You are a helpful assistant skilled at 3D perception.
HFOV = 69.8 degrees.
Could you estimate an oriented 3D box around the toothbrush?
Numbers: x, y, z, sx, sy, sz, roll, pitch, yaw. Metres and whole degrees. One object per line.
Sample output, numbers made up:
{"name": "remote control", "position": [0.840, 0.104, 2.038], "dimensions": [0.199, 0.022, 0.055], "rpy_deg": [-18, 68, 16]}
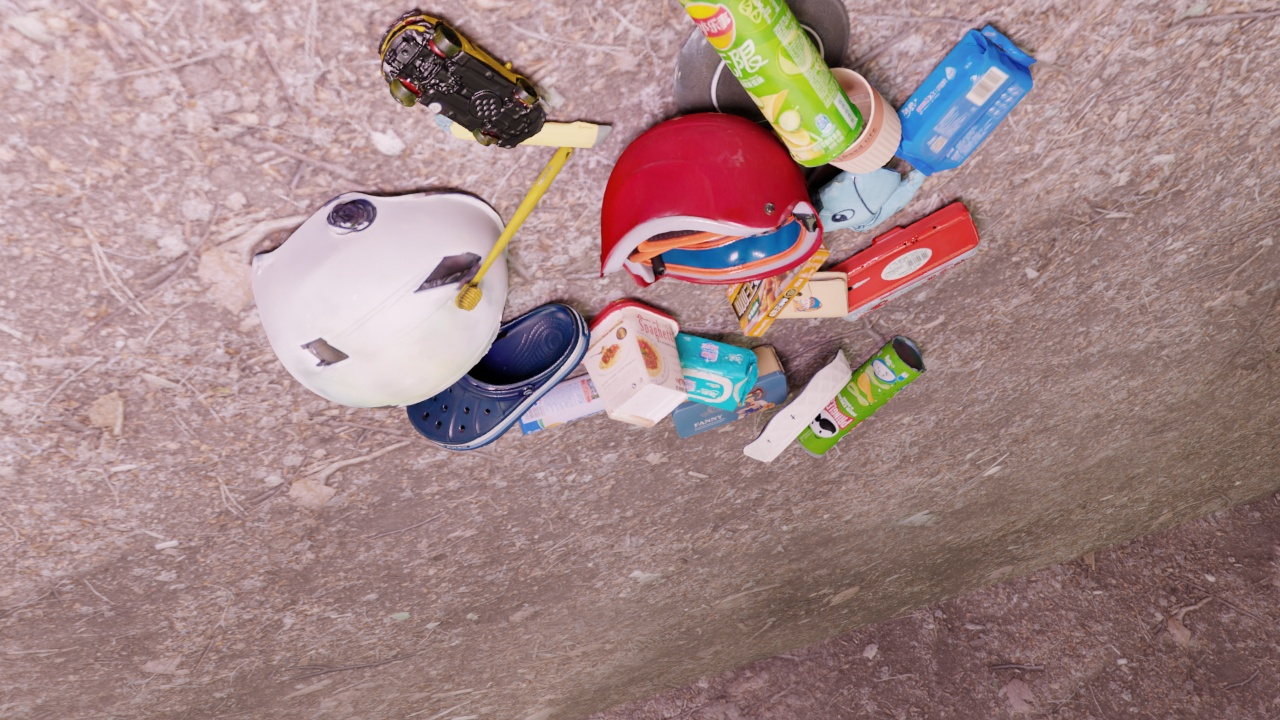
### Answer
{"name": "toothbrush", "position": [-0.116, -0.126, 0.863], "dimensions": [0.190, 0.017, 0.015], "rpy_deg": [-58, 143, -12]}

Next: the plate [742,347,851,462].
{"name": "plate", "position": [0.231, 0.071, 1.328], "dimensions": [0.204, 0.045, 0.205], "rpy_deg": [-44, 172, -8]}

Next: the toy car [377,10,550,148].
{"name": "toy car", "position": [-0.147, -0.230, 0.773], "dimensions": [0.071, 0.041, 0.155], "rpy_deg": [-38, 142, 26]}

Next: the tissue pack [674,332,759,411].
{"name": "tissue pack", "position": [0.086, 0.017, 1.215], "dimensions": [0.133, 0.050, 0.093], "rpy_deg": [13, 145, 2]}

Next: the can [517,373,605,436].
{"name": "can", "position": [-0.100, 0.055, 1.211], "dimensions": [0.134, 0.053, 0.053], "rpy_deg": [-18, 148, -4]}

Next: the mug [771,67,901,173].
{"name": "mug", "position": [0.191, -0.229, 0.908], "dimensions": [0.115, 0.081, 0.105], "rpy_deg": [-12, 174, 31]}

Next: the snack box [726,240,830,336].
{"name": "snack box", "position": [0.161, -0.104, 1.094], "dimensions": [0.026, 0.075, 0.154], "rpy_deg": [2, 142, -32]}

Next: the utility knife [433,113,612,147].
{"name": "utility knife", "position": [-0.107, -0.211, 0.846], "dimensions": [0.166, 0.018, 0.031], "rpy_deg": [-5, 140, -25]}

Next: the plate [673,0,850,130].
{"name": "plate", "position": [0.117, -0.274, 0.867], "dimensions": [0.179, 0.024, 0.180], "rpy_deg": [-13, 147, -9]}

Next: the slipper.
{"name": "slipper", "position": [-0.173, 0.019, 1.070], "dimensions": [0.253, 0.105, 0.095], "rpy_deg": [-32, 153, 14]}

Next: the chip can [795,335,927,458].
{"name": "chip can", "position": [0.339, 0.059, 1.438], "dimensions": [0.072, 0.072, 0.237], "rpy_deg": [9, 137, -37]}

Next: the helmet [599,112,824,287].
{"name": "helmet", "position": [0.069, -0.159, 0.902], "dimensions": [0.207, 0.144, 0.239], "rpy_deg": [-14, 170, 32]}

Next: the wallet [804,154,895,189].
{"name": "wallet", "position": [0.233, -0.215, 1.024], "dimensions": [0.096, 0.020, 0.123], "rpy_deg": [-1, 145, -27]}

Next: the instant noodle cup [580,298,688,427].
{"name": "instant noodle cup", "position": [-0.007, 0.007, 1.124], "dimensions": [0.116, 0.124, 0.117], "rpy_deg": [17, 132, -44]}

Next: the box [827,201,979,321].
{"name": "box", "position": [0.345, -0.118, 1.199], "dimensions": [0.201, 0.058, 0.161], "rpy_deg": [-29, 150, 16]}

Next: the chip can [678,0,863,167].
{"name": "chip can", "position": [0.109, -0.259, 0.777], "dimensions": [0.073, 0.072, 0.221], "rpy_deg": [-33, 125, 20]}

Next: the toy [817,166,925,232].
{"name": "toy", "position": [0.246, -0.180, 1.022], "dimensions": [0.161, 0.049, 0.156], "rpy_deg": [-29, 157, 7]}

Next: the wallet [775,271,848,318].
{"name": "wallet", "position": [0.204, -0.083, 1.163], "dimensions": [0.115, 0.024, 0.087], "rpy_deg": [1, 143, 16]}

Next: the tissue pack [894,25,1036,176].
{"name": "tissue pack", "position": [0.331, -0.267, 0.959], "dimensions": [0.094, 0.052, 0.157], "rpy_deg": [14, 128, -38]}

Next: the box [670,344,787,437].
{"name": "box", "position": [0.115, 0.046, 1.308], "dimensions": [0.184, 0.062, 0.090], "rpy_deg": [-22, 147, 1]}

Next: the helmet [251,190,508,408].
{"name": "helmet", "position": [-0.242, -0.042, 0.906], "dimensions": [0.259, 0.145, 0.229], "rpy_deg": [-22, 148, 2]}
